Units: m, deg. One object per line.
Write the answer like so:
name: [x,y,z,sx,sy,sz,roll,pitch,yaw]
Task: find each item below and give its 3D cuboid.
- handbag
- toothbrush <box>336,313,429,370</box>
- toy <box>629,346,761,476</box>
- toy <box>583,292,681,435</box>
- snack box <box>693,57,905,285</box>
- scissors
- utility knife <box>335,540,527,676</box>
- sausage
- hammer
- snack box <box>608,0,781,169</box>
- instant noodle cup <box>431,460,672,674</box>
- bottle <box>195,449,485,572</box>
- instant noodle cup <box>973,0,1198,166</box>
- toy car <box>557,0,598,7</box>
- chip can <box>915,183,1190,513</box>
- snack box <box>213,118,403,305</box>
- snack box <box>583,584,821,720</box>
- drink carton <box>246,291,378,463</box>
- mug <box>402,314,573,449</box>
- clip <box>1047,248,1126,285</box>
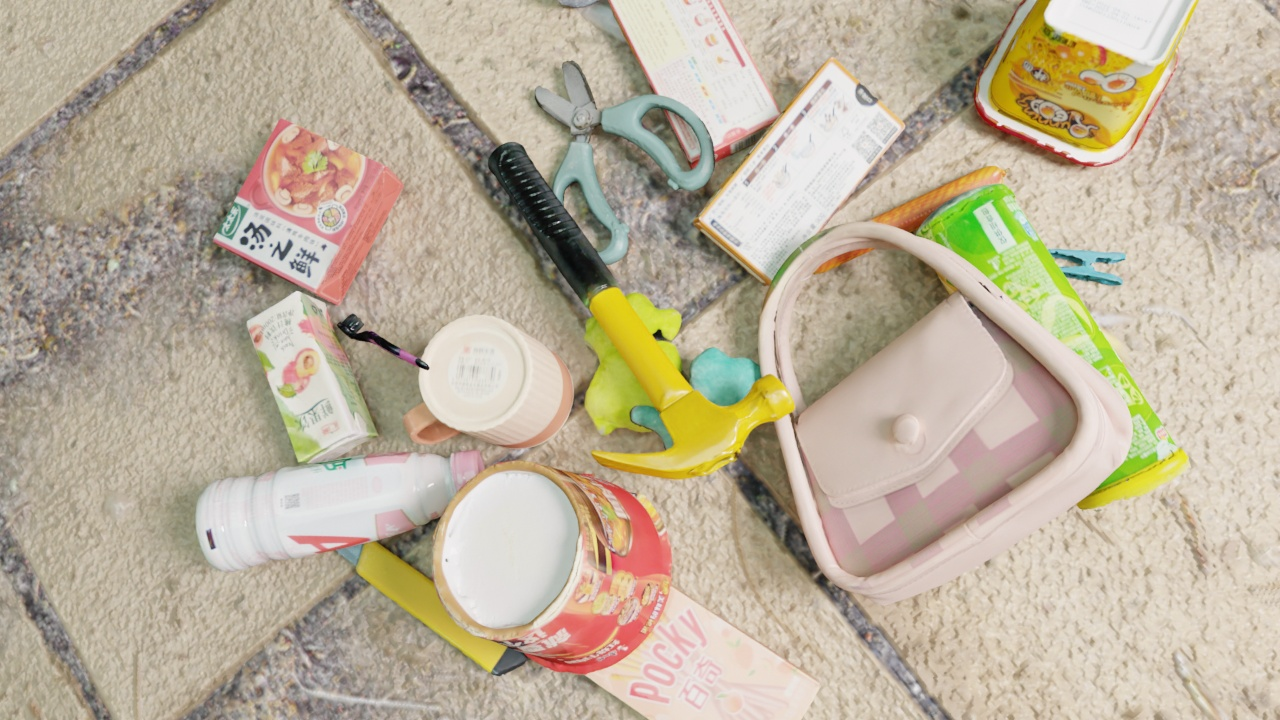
handbag: [0.165,0.016,0.589,0.194,0.093,0.234,-42,61,27]
toothbrush: [-0.183,-0.014,0.650,0.017,0.014,0.189,-50,32,-16]
toy: [0.043,0.034,0.647,0.096,0.030,0.092,21,92,-19]
toy: [-0.004,0.004,0.668,0.097,0.031,0.100,-32,76,1]
snack box: [0.114,-0.135,0.663,0.075,0.026,0.153,40,89,-8]
scissors: [-0.013,-0.167,0.692,0.171,0.019,0.177,-20,76,22]
utility knife: [-0.172,0.163,0.675,0.216,0.015,0.033,31,68,16]
sausage: [0.189,-0.101,0.659,0.165,0.021,0.021,-25,77,5]
hammer: [-0.027,-0.045,0.647,0.129,0.033,0.300,-33,66,-2]
snack box: [0.041,-0.229,0.704,0.077,0.027,0.155,-26,77,5]
instant noodle cup: [-0.062,0.132,0.598,0.138,0.108,0.137,-9,68,22]
bottle: [-0.211,0.102,0.663,0.197,0.068,0.068,-10,78,-2]
instant noodle cup: [0.300,-0.209,0.608,0.116,0.123,0.116,29,86,13]
toy car: [-0.014,-0.312,0.714,0.121,0.054,0.036,-23,75,5]
chip can: [0.264,-0.013,0.605,0.072,0.072,0.221,-28,77,3]
snack box: [-0.272,-0.122,0.728,0.127,0.044,0.113,25,85,13]
snack box: [0.034,0.212,0.627,0.157,0.026,0.084,31,86,13]
drink carton: [-0.249,0.015,0.699,0.053,0.045,0.122,-29,76,9]
mug: [-0.113,0.024,0.644,0.114,0.106,0.081,-27,77,3]
clip: [0.307,-0.067,0.638,0.057,0.014,0.047,7,83,9]
